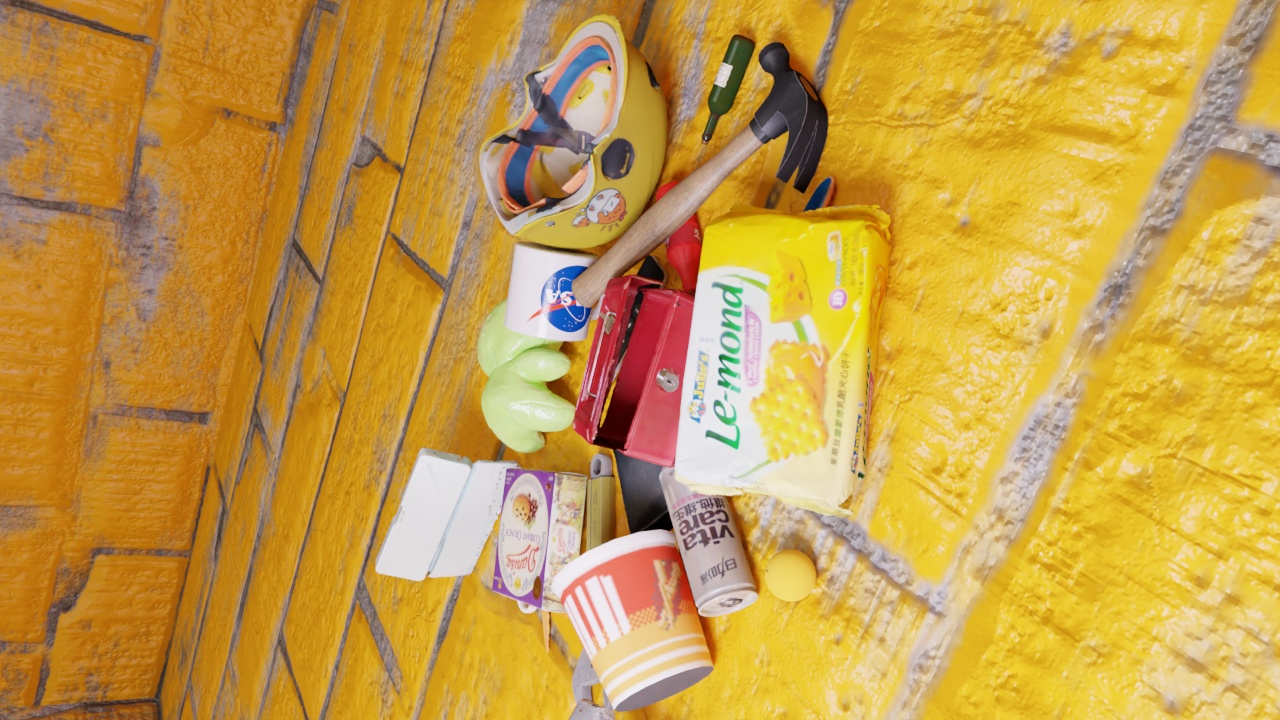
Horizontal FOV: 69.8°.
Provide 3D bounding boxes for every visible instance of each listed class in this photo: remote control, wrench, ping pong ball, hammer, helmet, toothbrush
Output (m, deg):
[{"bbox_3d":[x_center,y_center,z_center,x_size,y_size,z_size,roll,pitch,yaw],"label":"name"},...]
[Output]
[{"bbox_3d":[-0.013,-0.043,0.988,0.147,0.008,0.045,-61,39,26],"label":"remote control"},{"bbox_3d":[-0.044,0.234,0.964,0.084,0.018,0.273,-18,68,52],"label":"wrench"},{"bbox_3d":[0.118,0.170,0.725,0.040,0.040,0.040,-17,69,53],"label":"ping pong ball"},{"bbox_3d":[0.066,0.356,0.725,0.319,0.121,0.048,4,54,47],"label":"hammer"},{"bbox_3d":[-0.047,-0.223,0.971,0.240,0.139,0.209,-52,42,17],"label":"helmet"},{"bbox_3d":[0.134,-0.093,0.782,0.021,0.017,0.135,40,116,49],"label":"toothbrush"},{"bbox_3d":[0.043,-0.146,0.860,0.306,0.040,0.132,-39,51,30],"label":"hammer"}]

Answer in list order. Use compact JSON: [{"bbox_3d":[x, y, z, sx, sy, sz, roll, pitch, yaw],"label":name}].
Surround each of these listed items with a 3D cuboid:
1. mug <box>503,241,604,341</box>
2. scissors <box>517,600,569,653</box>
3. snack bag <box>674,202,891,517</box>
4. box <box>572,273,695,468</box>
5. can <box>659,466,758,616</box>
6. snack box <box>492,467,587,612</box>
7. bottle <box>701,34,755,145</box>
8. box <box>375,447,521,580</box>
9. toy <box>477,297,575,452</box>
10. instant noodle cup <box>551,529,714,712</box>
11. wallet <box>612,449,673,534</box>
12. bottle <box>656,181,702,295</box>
[{"bbox_3d":[-0.083,-0.075,0.998,0.091,0.121,0.090,24,108,49],"label":"mug"},{"bbox_3d":[-0.115,0.275,1.063,0.128,0.011,0.125,-34,55,49],"label":"scissors"},{"bbox_3d":[0.116,-0.005,0.725,0.160,0.068,0.247,7,89,43],"label":"snack bag"},{"bbox_3d":[0.000,0.007,0.841,0.129,0.092,0.157,-160,84,-73],"label":"box"},{"bbox_3d":[0.058,0.150,0.805,0.054,0.054,0.135,-47,46,39],"label":"can"},{"bbox_3d":[-0.114,0.197,1.028,0.144,0.040,0.148,-9,74,60],"label":"snack box"},{"bbox_3d":[0.081,-0.260,0.888,0.025,0.025,0.106,44,118,50],"label":"bottle"},{"bbox_3d":[-0.243,0.199,1.154,0.197,0.134,0.040,-62,28,26],"label":"box"},{"bbox_3d":[-0.142,0.002,1.090,0.151,0.107,0.196,-36,62,48],"label":"toy"},{"bbox_3d":[-0.001,0.236,0.823,0.124,0.123,0.121,-49,53,38],"label":"instant noodle cup"},{"bbox_3d":[0.009,0.114,0.908,0.089,0.026,0.114,-46,47,42],"label":"wallet"},{"bbox_3d":[0.041,-0.118,0.903,0.036,0.036,0.118,-35,55,46],"label":"bottle"}]
